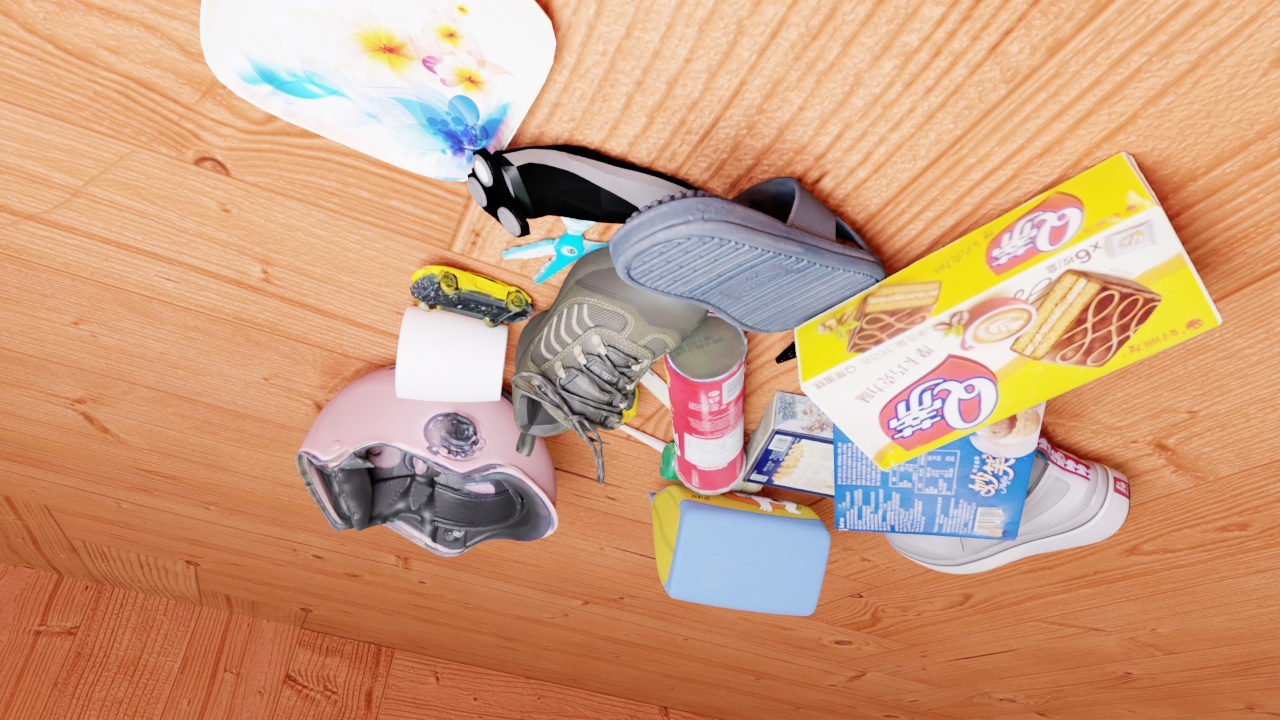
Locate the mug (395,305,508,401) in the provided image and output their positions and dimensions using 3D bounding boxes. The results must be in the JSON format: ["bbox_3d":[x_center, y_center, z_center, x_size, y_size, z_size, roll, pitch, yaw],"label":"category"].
[{"bbox_3d":[-0.165,-0.004,0.821,0.087,0.081,0.114,7,-177,-7],"label":"mug"}]

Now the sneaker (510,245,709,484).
[{"bbox_3d":[-0.041,0.009,0.693,0.101,0.142,0.239,28,146,-22],"label":"sneaker"}]

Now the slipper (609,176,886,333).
[{"bbox_3d":[0.073,-0.079,0.580,0.101,0.082,0.263,-23,161,32],"label":"slipper"}]

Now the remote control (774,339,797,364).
[{"bbox_3d":[0.133,-0.018,0.708,0.030,0.009,0.140,-19,171,-8],"label":"remote control"}]

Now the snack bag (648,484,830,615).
[{"bbox_3d":[0.095,0.184,0.987,0.159,0.102,0.205,10,-172,-8],"label":"snack bag"}]

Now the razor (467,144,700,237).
[{"bbox_3d":[-0.031,-0.110,0.598,0.156,0.060,0.057,-4,165,-18],"label":"razor"}]

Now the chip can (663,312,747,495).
[{"bbox_3d":[0.061,0.045,0.832,0.073,0.073,0.233,5,151,9],"label":"chip can"}]

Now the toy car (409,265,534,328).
[{"bbox_3d":[-0.137,-0.053,0.754,0.106,0.030,0.049,17,152,-36],"label":"toy car"}]

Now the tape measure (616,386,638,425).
[{"bbox_3d":[-0.034,0.034,0.875,0.065,0.037,0.064,14,153,-9],"label":"tape measure"}]

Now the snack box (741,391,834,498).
[{"bbox_3d":[0.185,0.091,0.907,0.145,0.042,0.145,10,151,-2],"label":"snack box"}]

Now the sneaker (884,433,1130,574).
[{"bbox_3d":[0.329,0.137,0.910,0.128,0.096,0.264,36,145,-20],"label":"sneaker"}]

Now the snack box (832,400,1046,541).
[{"bbox_3d":[0.237,0.060,0.755,0.155,0.069,0.203,1,136,15],"label":"snack box"}]

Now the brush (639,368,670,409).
[{"bbox_3d":[-0.005,0.005,0.843,0.033,0.012,0.217,-9,149,29],"label":"brush"}]

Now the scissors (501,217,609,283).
[{"bbox_3d":[-0.040,-0.082,0.693,0.114,0.013,0.141,22,147,-25],"label":"scissors"}]

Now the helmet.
[{"bbox_3d":[-0.198,0.094,0.914,0.255,0.152,0.230,9,145,2],"label":"helmet"}]

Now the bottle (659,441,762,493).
[{"bbox_3d":[0.078,0.115,0.979,0.111,0.043,0.043,11,152,-15],"label":"bottle"}]

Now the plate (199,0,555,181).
[{"bbox_3d":[-0.153,-0.184,0.532,0.187,0.016,0.187,21,150,-20],"label":"plate"}]

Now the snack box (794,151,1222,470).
[{"bbox_3d":[0.226,-0.021,0.590,0.231,0.061,0.110,-30,125,28],"label":"snack box"}]

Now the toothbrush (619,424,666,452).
[{"bbox_3d":[0.004,0.084,0.981,0.181,0.015,0.018,29,153,-31],"label":"toothbrush"}]
